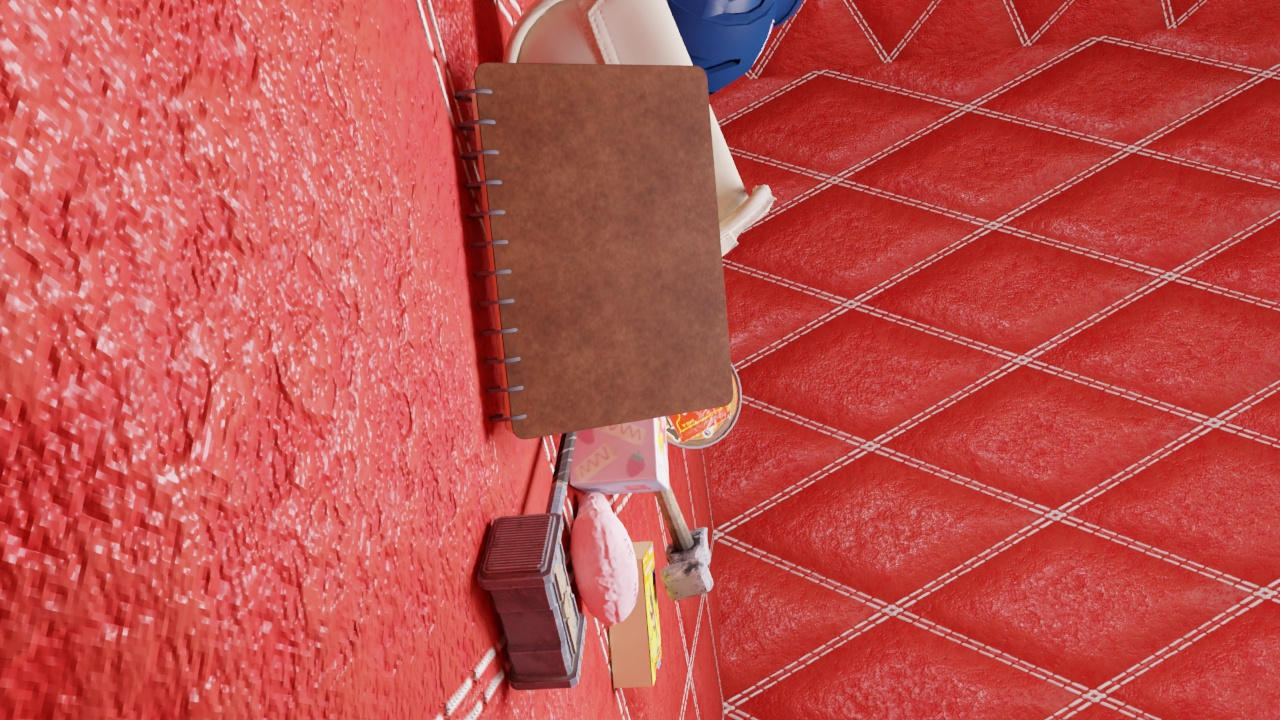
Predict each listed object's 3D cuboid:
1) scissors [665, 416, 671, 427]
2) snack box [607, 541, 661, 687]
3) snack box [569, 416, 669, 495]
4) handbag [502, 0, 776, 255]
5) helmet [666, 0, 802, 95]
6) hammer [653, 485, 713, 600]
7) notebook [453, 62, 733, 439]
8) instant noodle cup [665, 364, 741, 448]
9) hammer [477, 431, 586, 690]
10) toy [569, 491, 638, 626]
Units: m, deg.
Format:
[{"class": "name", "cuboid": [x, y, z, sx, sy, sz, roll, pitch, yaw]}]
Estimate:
[{"class": "scissors", "cuboid": [-0.007, 0.005, 0.985, 0.138, 0.019, 0.136, 45, -18, 57]}, {"class": "snack box", "cuboid": [-0.007, 0.258, 0.945, 0.088, 0.040, 0.126, -1, 87, -83]}, {"class": "snack box", "cuboid": [-0.018, 0.068, 0.824, 0.093, 0.079, 0.094, 60, 25, -74]}, {"class": "handbag", "cuboid": [-0.015, -0.158, 0.673, 0.132, 0.184, 0.229, -88, 156, -81]}, {"class": "helmet", "cuboid": [0.059, -0.402, 1.019, 0.233, 0.271, 0.223, -38, -120, 60]}, {"class": "hammer", "cuboid": [0.009, 0.099, 0.962, 0.121, 0.049, 0.319, -79, 150, -66]}, {"class": "notebook", "cuboid": [-0.026, -0.072, 0.585, 0.024, 0.167, 0.225, 6, -77, 65]}, {"class": "instant noodle cup", "cuboid": [0.037, 0.046, 1.077, 0.122, 0.123, 0.123, 155, -67, -69]}, {"class": "hammer", "cuboid": [-0.056, 0.076, 0.666, 0.321, 0.044, 0.098, -84, 168, -58]}, {"class": "toy", "cuboid": [-0.034, 0.162, 0.780, 0.105, 0.053, 0.108, -113, -169, -61]}]
